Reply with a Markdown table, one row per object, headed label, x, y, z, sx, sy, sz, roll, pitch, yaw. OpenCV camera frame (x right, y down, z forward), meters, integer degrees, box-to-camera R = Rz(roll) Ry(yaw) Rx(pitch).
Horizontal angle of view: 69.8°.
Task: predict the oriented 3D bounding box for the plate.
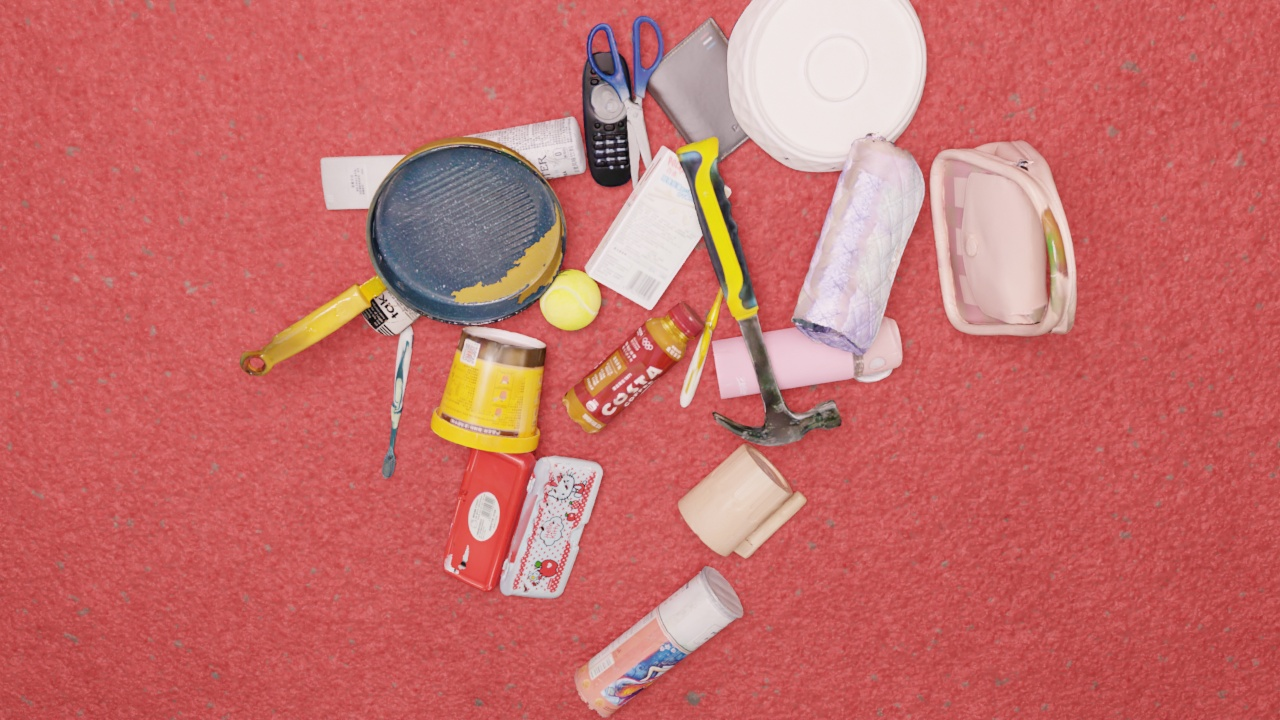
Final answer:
| label | x | y | z | sx | sy | sz | roll | pitch | yaw |
| --- | --- | --- | --- | --- | --- | --- | --- | --- | --- |
| plate | 0.190 | -0.290 | 0.915 | 0.205 | 0.045 | 0.205 | -1 | 107 | -3 |

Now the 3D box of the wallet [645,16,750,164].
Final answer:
| label | x | y | z | sx | sy | sz | roll | pitch | yaw |
| --- | --- | --- | --- | --- | --- | --- | --- | --- | --- |
| wallet | 0.072 | -0.273 | 0.946 | 0.096 | 0.020 | 0.122 | -37 | 104 | 12 |

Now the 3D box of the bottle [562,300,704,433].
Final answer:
| label | x | y | z | sx | sy | sz | roll | pitch | yaw |
| --- | --- | --- | --- | --- | --- | --- | --- | --- | --- |
| bottle | -0.006 | 0.006 | 1.011 | 0.175 | 0.057 | 0.057 | -42 | 101 | 12 |

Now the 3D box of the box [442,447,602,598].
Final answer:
| label | x | y | z | sx | sy | sz | roll | pitch | yaw |
| --- | --- | --- | --- | --- | --- | --- | --- | --- | --- |
| box | -0.141 | 0.188 | 1.067 | 0.161 | 0.058 | 0.201 | 17 | 115 | -4 |

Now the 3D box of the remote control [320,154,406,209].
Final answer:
| label | x | y | z | sx | sy | sz | roll | pitch | yaw |
| --- | --- | --- | --- | --- | --- | --- | --- | --- | --- |
| remote control | -0.272 | -0.191 | 0.982 | 0.135 | 0.019 | 0.056 | -2 | 106 | 3 |

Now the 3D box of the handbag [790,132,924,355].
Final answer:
| label | x | y | z | sx | sy | sz | roll | pitch | yaw |
| --- | --- | --- | --- | --- | --- | --- | --- | --- | --- |
| handbag | 0.218 | -0.108 | 0.903 | 0.076 | 0.134 | 0.194 | 16 | 86 | 28 |

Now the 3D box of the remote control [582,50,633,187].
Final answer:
| label | x | y | z | sx | sy | sz | roll | pitch | yaw |
| --- | --- | --- | --- | --- | --- | --- | --- | --- | --- |
| remote control | -0.033 | -0.249 | 0.952 | 0.053 | 0.024 | 0.136 | -3 | 110 | 0 |

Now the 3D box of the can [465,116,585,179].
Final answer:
| label | x | y | z | sx | sy | sz | roll | pitch | yaw |
| --- | --- | --- | --- | --- | --- | --- | --- | --- | --- |
| can | -0.133 | -0.211 | 0.951 | 0.147 | 0.058 | 0.058 | -9 | 106 | 5 |

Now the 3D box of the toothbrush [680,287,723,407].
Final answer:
| label | x | y | z | sx | sy | sz | roll | pitch | yaw |
| --- | --- | --- | --- | --- | --- | --- | --- | --- | --- |
| toothbrush | 0.076 | -0.034 | 1.016 | 0.016 | 0.018 | 0.191 | 17 | 106 | -1 |

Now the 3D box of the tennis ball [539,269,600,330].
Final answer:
| label | x | y | z | sx | sy | sz | roll | pitch | yaw |
| --- | --- | --- | --- | --- | --- | --- | --- | --- | --- |
| tennis ball | -0.075 | -0.065 | 0.988 | 0.065 | 0.065 | 0.065 | 1 | 106 | 2 |

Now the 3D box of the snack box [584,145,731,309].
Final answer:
| label | x | y | z | sx | sy | sz | roll | pitch | yaw |
| --- | --- | --- | --- | --- | --- | --- | --- | --- | --- |
| snack box | 0.017 | -0.138 | 0.972 | 0.084 | 0.027 | 0.157 | 28 | 105 | -24 |

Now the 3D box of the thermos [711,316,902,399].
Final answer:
| label | x | y | z | sx | sy | sz | roll | pitch | yaw |
| --- | --- | --- | --- | --- | --- | --- | --- | --- | --- |
| thermos | 0.181 | 0.001 | 1.004 | 0.198 | 0.067 | 0.087 | -9 | 137 | 3 |

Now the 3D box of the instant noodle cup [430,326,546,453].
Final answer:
| label | x | y | z | sx | sy | sz | roll | pitch | yaw |
| --- | --- | --- | --- | --- | --- | --- | --- | --- | --- |
| instant noodle cup | -0.159 | 0.029 | 0.997 | 0.118 | 0.118 | 0.114 | 13 | 99 | -2 |

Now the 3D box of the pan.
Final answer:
| label | x | y | z | sx | sy | sz | roll | pitch | yaw |
| --- | --- | --- | --- | --- | --- | --- | --- | --- | --- |
| pan | -0.243 | -0.085 | 0.925 | 0.358 | 0.078 | 0.198 | -26 | 122 | 6 |

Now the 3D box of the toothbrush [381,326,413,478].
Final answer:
| label | x | y | z | sx | sy | sz | roll | pitch | yaw |
| --- | --- | --- | --- | --- | --- | --- | --- | --- | --- |
| toothbrush | -0.280 | 0.050 | 1.055 | 0.016 | 0.018 | 0.192 | 12 | 107 | -1 |

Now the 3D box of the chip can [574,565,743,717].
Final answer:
| label | x | y | z | sx | sy | sz | roll | pitch | yaw |
| --- | --- | --- | --- | --- | --- | --- | --- | --- | --- |
| chip can | 0.019 | 0.339 | 1.101 | 0.215 | 0.071 | 0.071 | -41 | 101 | 13 |

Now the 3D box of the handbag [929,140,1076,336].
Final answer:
| label | x | y | z | sx | sy | sz | roll | pitch | yaw |
| --- | --- | --- | --- | --- | --- | --- | --- | --- | --- |
| handbag | 0.357 | -0.106 | 0.871 | 0.093 | 0.234 | 0.193 | -10 | 106 | 3 |

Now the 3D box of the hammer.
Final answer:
| label | x | y | z | sx | sy | sz | roll | pitch | yaw |
| --- | --- | --- | --- | --- | --- | --- | --- | --- | --- |
| hammer | 0.100 | -0.064 | 0.940 | 0.126 | 0.032 | 0.323 | -18 | 99 | 6 |

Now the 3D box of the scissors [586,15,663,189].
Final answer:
| label | x | y | z | sx | sy | sz | roll | pitch | yaw |
| --- | --- | --- | --- | --- | --- | --- | --- | --- | --- |
| scissors | 0.002 | -0.263 | 0.932 | 0.133 | 0.012 | 0.172 | -39 | 116 | 4 |

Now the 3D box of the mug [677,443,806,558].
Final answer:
| label | x | y | z | sx | sy | sz | roll | pitch | yaw |
| --- | --- | --- | --- | --- | --- | --- | --- | --- | --- |
| mug | 0.121 | 0.166 | 1.049 | 0.104 | 0.084 | 0.124 | -45 | 124 | 12 |

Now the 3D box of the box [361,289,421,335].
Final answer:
| label | x | y | z | sx | sy | sz | roll | pitch | yaw |
| --- | --- | --- | --- | --- | --- | --- | --- | --- | --- |
| box | -0.236 | -0.090 | 0.997 | 0.164 | 0.052 | 0.068 | -40 | 84 | 12 |
